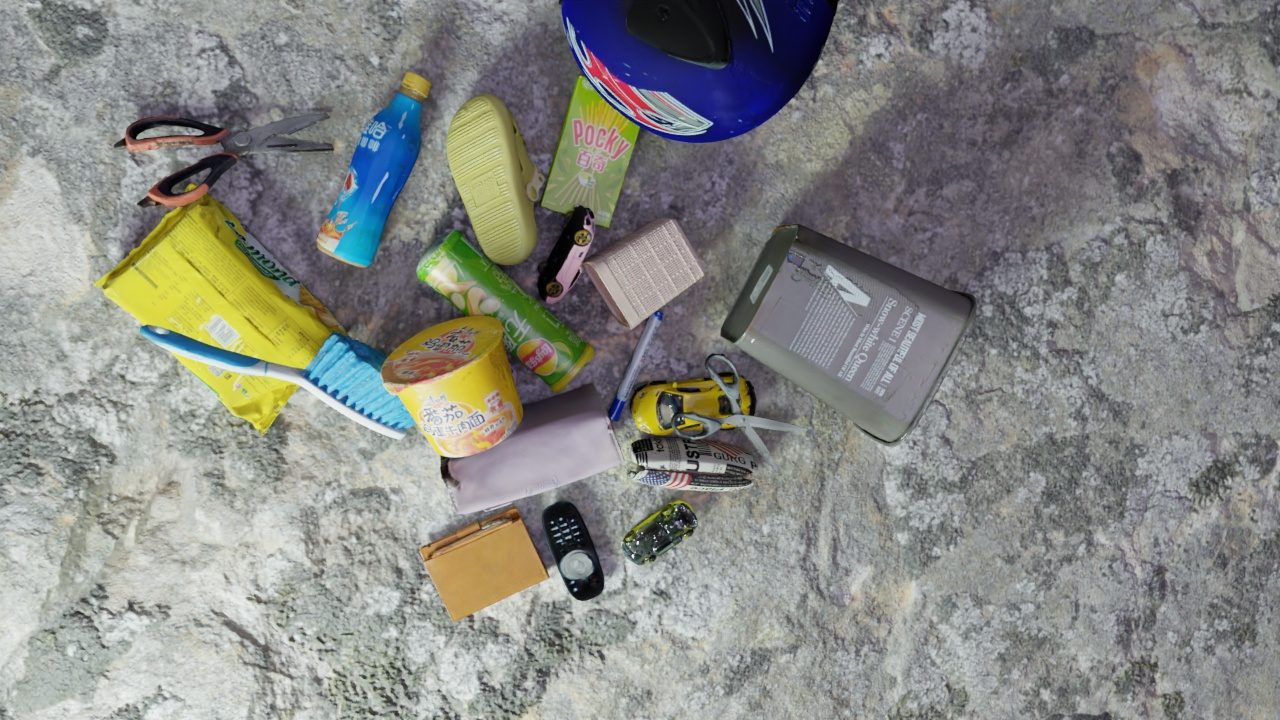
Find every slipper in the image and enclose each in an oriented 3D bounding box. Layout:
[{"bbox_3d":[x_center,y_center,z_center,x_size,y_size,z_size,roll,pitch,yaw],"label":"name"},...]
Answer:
[{"bbox_3d":[-0.155,-0.201,1.037,0.092,0.081,0.190,-14,91,29],"label":"slipper"}]

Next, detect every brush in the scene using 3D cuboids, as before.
[{"bbox_3d":[-0.362,0.009,0.992,0.109,0.060,0.314,-44,131,9],"label":"brush"}]

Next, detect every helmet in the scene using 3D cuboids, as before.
[{"bbox_3d":[0.034,-0.372,0.955,0.315,0.246,0.241,44,107,-5],"label":"helmet"}]

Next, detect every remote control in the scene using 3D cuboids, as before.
[{"bbox_3d":[-0.085,0.236,1.149,0.053,0.024,0.136,-21,104,-7],"label":"remote control"}]

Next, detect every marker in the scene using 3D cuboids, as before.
[{"bbox_3d":[-0.007,0.007,1.125,0.017,0.017,0.146,22,96,-13],"label":"marker"}]

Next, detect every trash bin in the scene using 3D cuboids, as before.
[{"bbox_3d":[0.231,-0.041,1.074,0.219,0.198,0.199,28,94,-7],"label":"trash bin"}]

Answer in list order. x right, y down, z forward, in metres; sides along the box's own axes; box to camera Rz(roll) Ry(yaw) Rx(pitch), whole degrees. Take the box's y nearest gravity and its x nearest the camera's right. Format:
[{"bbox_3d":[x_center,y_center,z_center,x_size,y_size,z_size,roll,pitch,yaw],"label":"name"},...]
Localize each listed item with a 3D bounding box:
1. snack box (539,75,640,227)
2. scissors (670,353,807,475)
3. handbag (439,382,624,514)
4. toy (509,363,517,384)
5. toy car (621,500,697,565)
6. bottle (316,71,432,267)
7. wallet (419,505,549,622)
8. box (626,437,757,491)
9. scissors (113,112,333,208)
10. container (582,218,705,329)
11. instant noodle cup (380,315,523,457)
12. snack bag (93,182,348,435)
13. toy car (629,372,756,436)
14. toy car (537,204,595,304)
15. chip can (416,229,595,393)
[{"bbox_3d":[-0.055,-0.242,1.068,0.085,0.026,0.156,17,96,-13],"label":"snack box"},{"bbox_3d":[0.120,0.068,1.117,0.181,0.014,0.159,-6,94,-14],"label":"scissors"},{"bbox_3d":[-0.126,0.106,1.057,0.197,0.145,0.098,-17,100,-6],"label":"handbag"},{"bbox_3d":[-0.191,0.005,1.083,0.108,0.039,0.083,47,70,-12],"label":"toy"},{"bbox_3d":[0.023,0.216,1.160,0.105,0.032,0.048,-37,104,10],"label":"toy car"},{"bbox_3d":[-0.287,-0.212,1.015,0.065,0.065,0.219,25,95,-13],"label":"bottle"},{"bbox_3d":[-0.192,0.250,1.130,0.131,0.031,0.108,-24,106,-5],"label":"wallet"},{"bbox_3d":[0.063,0.144,1.137,0.163,0.075,0.081,7,107,-14],"label":"box"},{"bbox_3d":[-0.450,-0.226,0.988,0.189,0.015,0.221,30,64,7],"label":"scissors"},{"bbox_3d":[0.005,-0.107,1.072,0.111,0.090,0.090,-34,103,-6],"label":"container"},{"bbox_3d":[-0.197,0.031,1.001,0.138,0.138,0.110,-21,118,-6],"label":"instant noodle cup"},{"bbox_3d":[-0.457,-0.051,1.013,0.158,0.068,0.246,-42,105,0],"label":"snack bag"},{"bbox_3d":[0.065,0.056,1.134,0.155,0.041,0.071,-5,100,-7],"label":"toy car"},{"bbox_3d":[-0.083,-0.120,1.059,0.037,0.056,0.123,15,119,-31],"label":"toy car"},{"bbox_3d":[-0.157,-0.058,1.060,0.221,0.072,0.072,42,91,-14],"label":"chip can"}]
